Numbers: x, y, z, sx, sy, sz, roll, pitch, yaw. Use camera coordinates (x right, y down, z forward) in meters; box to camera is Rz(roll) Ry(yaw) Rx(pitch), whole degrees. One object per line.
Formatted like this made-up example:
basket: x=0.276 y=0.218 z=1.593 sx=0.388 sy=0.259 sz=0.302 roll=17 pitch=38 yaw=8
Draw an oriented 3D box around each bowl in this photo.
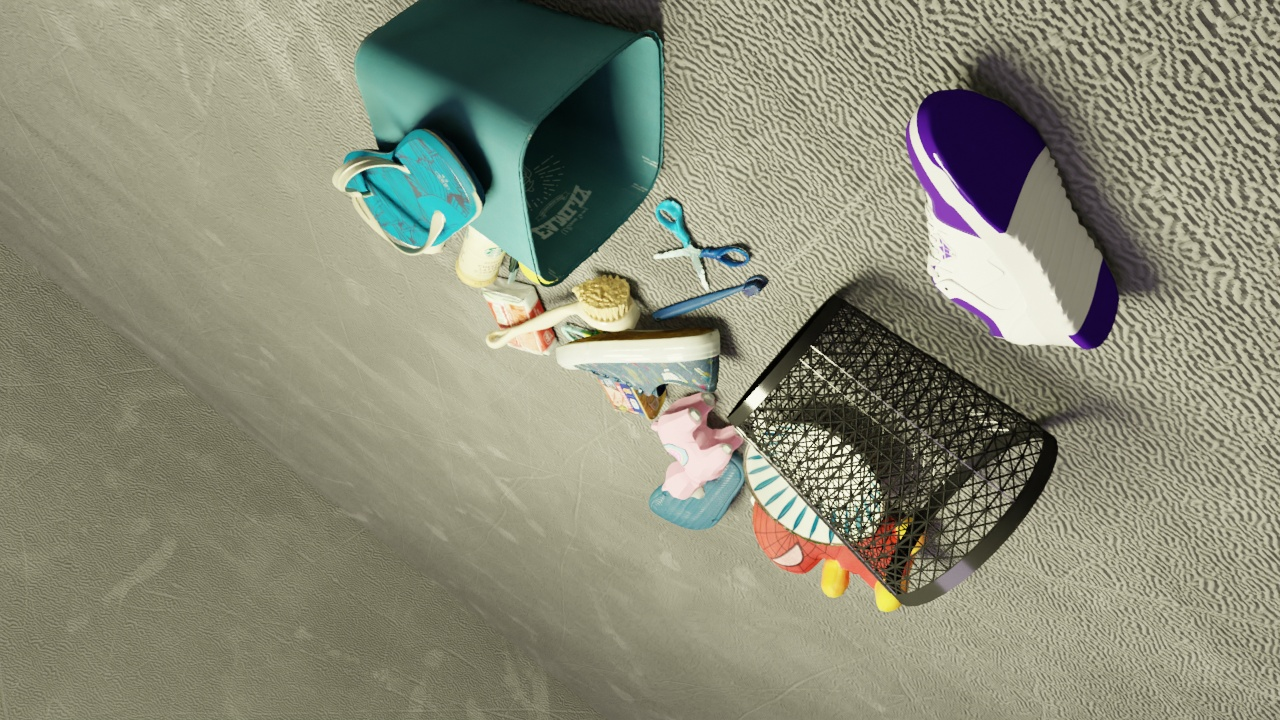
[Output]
bowl: x=0.217 y=0.131 z=1.096 sx=0.177 sy=0.070 sz=0.178 roll=20 pitch=130 yaw=25

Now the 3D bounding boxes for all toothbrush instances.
toothbrush: x=0.073 y=-0.065 z=1.031 sx=0.016 sy=0.017 sz=0.190 roll=47 pitch=148 yaw=-19

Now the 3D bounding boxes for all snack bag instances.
snack bag: x=-0.165 y=-0.060 z=1.261 sx=0.077 sy=0.036 sz=0.116 roll=16 pitch=145 yaw=29

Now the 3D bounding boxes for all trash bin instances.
trash bin: x=0.230 y=0.074 z=0.899 sx=0.243 sy=0.216 sz=0.217 roll=40 pitch=151 yaw=4
trash bin: x=-0.121 y=-0.222 z=0.844 sx=0.219 sy=0.196 sz=0.199 roll=31 pitch=151 yaw=21

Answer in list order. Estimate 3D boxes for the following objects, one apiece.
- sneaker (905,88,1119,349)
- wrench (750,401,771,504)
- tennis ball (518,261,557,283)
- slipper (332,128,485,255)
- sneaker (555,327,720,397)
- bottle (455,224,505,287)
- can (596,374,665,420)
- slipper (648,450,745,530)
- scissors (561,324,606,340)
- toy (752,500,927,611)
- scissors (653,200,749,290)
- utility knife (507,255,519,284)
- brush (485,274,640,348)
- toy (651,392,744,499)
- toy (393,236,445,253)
sneaker: x=0.266 y=-0.103 z=0.720 sx=0.244 sy=0.091 sz=0.111 roll=47 pitch=157 yaw=-20
wrench: x=0.166 y=0.137 z=1.237 sx=0.047 sy=0.009 sz=0.274 roll=20 pitch=147 yaw=25
tennis ball: x=-0.112 y=-0.123 z=1.087 sx=0.065 sy=0.065 sz=0.065 roll=26 pitch=149 yaw=16
slipper: x=-0.225 y=-0.145 z=0.848 sx=0.118 sy=0.060 sz=0.295 roll=51 pitch=158 yaw=-22
sneaker: x=-0.007 y=0.007 z=1.113 sx=0.236 sy=0.087 sz=0.079 roll=-2 pitch=102 yaw=36
bottle: x=-0.190 y=-0.150 z=1.135 sx=0.056 sy=0.056 sz=0.162 roll=36 pitch=151 yaw=-2
can: x=-0.012 y=0.032 z=1.213 sx=0.059 sy=0.053 sz=0.100 roll=10 pitch=145 yaw=31
slipper: x=0.090 y=0.185 z=1.337 sx=0.104 sy=0.059 sz=0.214 roll=33 pitch=136 yaw=-5
scissors: x=-0.055 y=-0.033 z=1.211 sx=0.132 sy=0.011 sz=0.125 roll=9 pitch=144 yaw=33
toy: x=0.247 y=0.223 z=1.172 sx=0.216 sy=0.147 sz=0.098 roll=20 pitch=176 yaw=21
scissors: x=0.061 y=-0.116 z=0.973 sx=0.134 sy=0.014 sz=0.127 roll=14 pitch=144 yaw=31
utility knife: x=-0.146 y=-0.143 z=1.132 sx=0.020 sy=0.028 sz=0.204 roll=40 pitch=152 yaw=3
brush: x=-0.110 y=-0.052 z=1.165 sx=0.273 sy=0.061 sz=0.077 roll=-12 pitch=121 yaw=42
toy: x=0.066 y=0.119 z=1.219 sx=0.123 sy=0.067 sz=0.158 roll=45 pitch=135 yaw=-1
toy: x=-0.298 y=-0.177 z=1.219 sx=0.087 sy=0.050 sz=0.112 roll=31 pitch=156 yaw=6
